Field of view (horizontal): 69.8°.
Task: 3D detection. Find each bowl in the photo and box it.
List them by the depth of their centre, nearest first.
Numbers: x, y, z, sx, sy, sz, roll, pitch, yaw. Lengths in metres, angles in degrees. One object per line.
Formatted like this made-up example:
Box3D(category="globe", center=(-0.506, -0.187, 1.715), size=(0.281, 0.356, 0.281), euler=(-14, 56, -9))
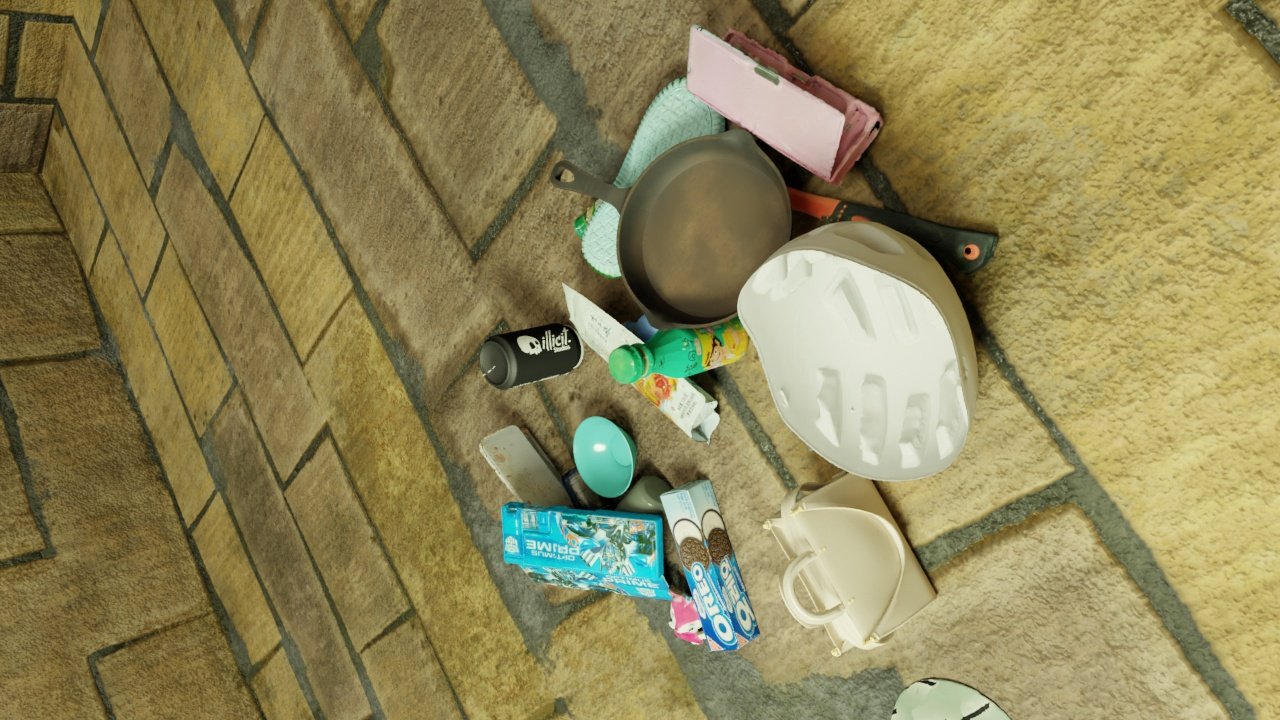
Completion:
Box3D(category="bowl", center=(0.351, 0.462, 1.053), size=(0.174, 0.067, 0.174), euler=(10, 106, 40))
Box3D(category="bowl", center=(-0.041, 0.137, 1.352), size=(0.121, 0.046, 0.121), euler=(13, 109, 41))

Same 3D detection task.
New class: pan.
Box3D(category="pan", center=(0.030, -0.174, 1.116), size=(0.356, 0.043, 0.249), euler=(28, 99, 31))

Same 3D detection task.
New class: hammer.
Box3D(category="hammer", center=(0.235, -0.164, 1.031), size=(0.333, 0.033, 0.133), euler=(26, 116, 35))

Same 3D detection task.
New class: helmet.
Box3D(category="helmet", center=(0.238, -0.007, 0.957), size=(0.225, 0.183, 0.282), euler=(-20, 91, 52))

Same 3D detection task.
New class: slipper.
Box3D(category="slipper", center=(0.020, -0.228, 1.185), size=(0.116, 0.069, 0.277), euler=(39, 107, 18))

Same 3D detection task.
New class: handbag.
Box3D(category="handbag", center=(0.218, 0.231, 1.028), size=(0.102, 0.197, 0.194), euler=(-39, 74, 42))

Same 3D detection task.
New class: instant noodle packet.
Box3D(category="instant noodle packet", center=(-0.007, 0.007, 1.253), size=(0.269, 0.057, 0.147), euler=(38, 159, 27))

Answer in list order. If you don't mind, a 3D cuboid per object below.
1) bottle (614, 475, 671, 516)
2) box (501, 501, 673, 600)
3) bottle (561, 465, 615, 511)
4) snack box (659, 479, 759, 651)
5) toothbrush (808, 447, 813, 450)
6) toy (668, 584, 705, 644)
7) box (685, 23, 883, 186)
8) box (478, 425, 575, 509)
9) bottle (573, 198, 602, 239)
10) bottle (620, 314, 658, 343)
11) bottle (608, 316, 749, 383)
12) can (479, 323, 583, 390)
Box3D(category="bottle", center=(-0.001, 0.217, 1.326), size=(0.060, 0.060, 0.109), euler=(53, 130, 20))
Box3D(category="box", center=(-0.079, 0.291, 1.329), size=(0.244, 0.063, 0.174), euler=(2, 122, 22))
Box3D(category="bottle", center=(-0.064, 0.234, 1.392), size=(0.056, 0.056, 0.160), euler=(-41, 72, 41))
Box3D(category="snack box", center=(0.095, 0.279, 1.255), size=(0.059, 0.059, 0.226), euler=(-19, 87, 40))
Box3D(category="toothbrush", center=(0.240, 0.066, 1.091), size=(0.021, 0.016, 0.133), euler=(49, 130, 20))
Box3D(category="toy", center=(0.068, 0.370, 1.307), size=(0.065, 0.050, 0.102), euler=(8, 117, 18))
Box3D(category="box", center=(0.144, -0.295, 1.014), size=(0.232, 0.098, 0.099), euler=(43, 100, 28))
Box3D(category="box", center=(-0.166, 0.210, 1.474), size=(0.216, 0.094, 0.108), euler=(50, 155, 22))
Box3D(category="bottle", center=(-0.046, -0.208, 1.275), size=(0.110, 0.042, 0.042), euler=(-34, 77, 42))
Box3D(category="bottle", center=(0.023, -0.041, 1.246), size=(0.131, 0.047, 0.048), euler=(4, 103, 43))
Box3D(category="bottle", center=(0.047, -0.013, 1.118), size=(0.068, 0.209, 0.068), euler=(13, 109, 40))
Box3D(category="can", center=(-0.160, -0.008, 1.359), size=(0.080, 0.145, 0.080), euler=(13, 109, 41))
